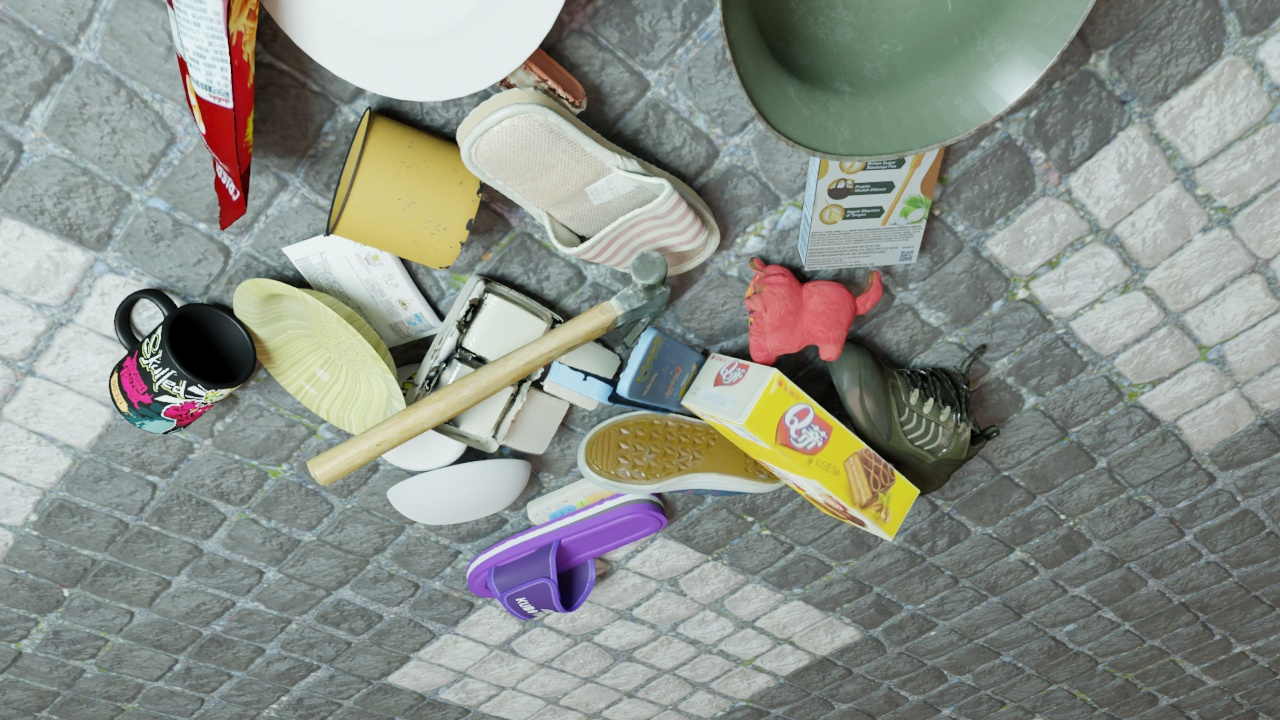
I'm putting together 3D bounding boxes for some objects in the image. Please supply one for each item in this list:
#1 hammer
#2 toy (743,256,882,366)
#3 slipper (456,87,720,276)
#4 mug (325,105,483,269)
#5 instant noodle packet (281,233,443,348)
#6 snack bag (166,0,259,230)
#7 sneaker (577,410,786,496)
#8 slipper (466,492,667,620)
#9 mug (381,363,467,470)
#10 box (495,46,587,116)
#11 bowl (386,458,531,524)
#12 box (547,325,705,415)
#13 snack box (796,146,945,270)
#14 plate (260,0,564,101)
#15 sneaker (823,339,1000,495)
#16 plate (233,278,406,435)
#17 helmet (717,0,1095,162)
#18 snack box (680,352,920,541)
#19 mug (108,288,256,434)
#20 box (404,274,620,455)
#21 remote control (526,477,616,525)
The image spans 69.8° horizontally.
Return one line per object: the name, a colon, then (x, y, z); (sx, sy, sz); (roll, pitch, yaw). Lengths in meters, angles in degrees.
hammer: (-0.122, 0.015, 0.774); (0.330, 0.033, 0.132); (-29, 167, -7)
toy: (0.153, -0.054, 0.822); (0.133, 0.088, 0.094); (-17, 130, 9)
slipper: (-0.027, -0.121, 0.715); (0.115, 0.052, 0.262); (-29, 146, 28)
mug: (-0.182, -0.127, 0.709); (0.094, 0.100, 0.124); (18, 170, -25)
instant noodle packet: (-0.239, -0.061, 0.806); (0.087, 0.026, 0.134); (-16, 134, 9)
snack bag: (-0.284, -0.204, 0.595); (0.066, 0.139, 0.208); (-11, 135, -34)
sneaker: (0.045, 0.107, 0.981); (0.235, 0.087, 0.079); (4, 158, -14)
slipper: (-0.086, 0.244, 1.065); (0.267, 0.084, 0.107); (-27, 145, 17)
mug: (-0.203, 0.058, 0.896); (0.115, 0.068, 0.094); (8, 132, -14)
box: (-0.119, -0.229, 0.640); (0.187, 0.056, 0.071); (35, 153, -32)
bowl: (-0.183, 0.143, 0.952); (0.149, 0.043, 0.150); (-13, 164, -4)
box: (-0.006, 0.006, 0.829); (0.085, 0.073, 0.209); (-60, 163, 3)
snack box: (0.193, -0.160, 0.759); (0.101, 0.031, 0.186); (-4, 134, -3)
plate: (-0.153, -0.275, 0.548); (0.243, 0.016, 0.243); (8, 122, 13)
sneaker: (0.292, 0.043, 0.923); (0.143, 0.101, 0.238); (-32, 130, 21)
plate: (-0.272, -0.008, 0.811); (0.184, 0.036, 0.185); (21, 141, 18)
helmet: (0.146, -0.277, 0.555); (0.227, 0.153, 0.268); (-8, 139, -1)
snack box: (0.157, 0.085, 0.895); (0.230, 0.110, 0.061); (37, 80, -27)
mug: (-0.411, -0.007, 0.803); (0.098, 0.081, 0.118); (-30, 98, 30)
box: (-0.116, 0.018, 0.856); (0.187, 0.058, 0.144); (30, 90, -38)
remote control: (-0.071, 0.154, 1.042); (0.126, 0.018, 0.038); (-25, 132, 14)
